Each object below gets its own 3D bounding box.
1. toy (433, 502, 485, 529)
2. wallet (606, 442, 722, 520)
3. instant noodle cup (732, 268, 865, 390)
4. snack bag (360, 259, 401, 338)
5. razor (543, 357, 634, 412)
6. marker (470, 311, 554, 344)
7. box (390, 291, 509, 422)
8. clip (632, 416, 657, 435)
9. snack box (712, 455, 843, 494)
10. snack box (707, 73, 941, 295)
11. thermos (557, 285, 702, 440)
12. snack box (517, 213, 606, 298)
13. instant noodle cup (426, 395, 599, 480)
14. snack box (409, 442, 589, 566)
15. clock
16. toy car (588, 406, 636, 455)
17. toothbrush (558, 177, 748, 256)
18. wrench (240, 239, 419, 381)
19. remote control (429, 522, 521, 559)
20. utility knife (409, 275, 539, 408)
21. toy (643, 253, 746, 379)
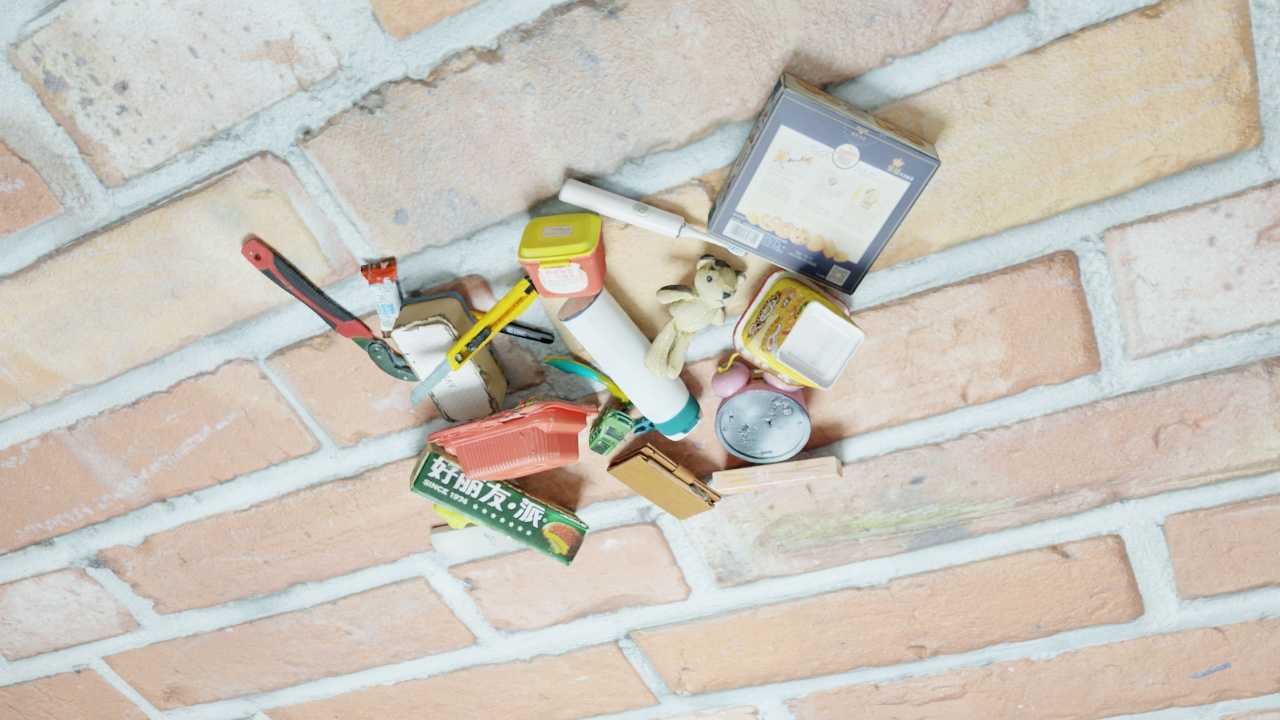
[{"bbox_3d":[-0.250,0.211,1.325,0.100,0.031,0.096,-37,103,27],"label":"toy"},{"bbox_3d":[0.031,0.164,1.232,0.132,0.031,0.108,35,147,-15],"label":"wallet"},{"bbox_3d":[0.179,-0.027,1.013,0.116,0.123,0.116,31,97,-14],"label":"instant noodle cup"},{"bbox_3d":[-0.312,-0.074,1.135,0.048,0.026,0.104,-6,125,7],"label":"snack bag"},{"bbox_3d":[-0.063,0.025,1.166,0.132,0.028,0.043,29,154,-15],"label":"razor"},{"bbox_3d":[-0.167,-0.040,1.143,0.124,0.015,0.018,15,127,-1],"label":"marker"},{"bbox_3d":[-0.237,-0.005,1.140,0.090,0.060,0.184,-7,129,16],"label":"box"},{"bbox_3d":[0.011,0.082,1.204,0.056,0.014,0.041,-21,119,20],"label":"clip"},{"bbox_3d":[0.179,0.149,1.187,0.157,0.026,0.084,-11,166,16],"label":"snack box"},{"bbox_3d":[0.189,-0.179,0.969,0.178,0.045,0.183,23,126,-8],"label":"snack box"},{"bbox_3d":[-0.007,0.007,1.120,0.073,0.073,0.224,-29,116,26],"label":"thermos"},{"bbox_3d":[-0.085,-0.115,1.040,0.091,0.081,0.080,-3,135,12],"label":"snack box"},{"bbox_3d":[-0.156,0.103,1.157,0.189,0.164,0.079,-16,79,20],"label":"instant noodle cup"},{"bbox_3d":[-0.194,0.193,1.246,0.240,0.114,0.063,29,83,-14],"label":"snack box"},{"bbox_3d":[0.149,0.051,1.133,0.117,0.059,0.159,-6,126,14],"label":"clock"},{"bbox_3d":[-0.039,0.093,1.198,0.043,0.036,0.091,27,142,-8],"label":"toy car"},{"bbox_3d":[0.017,-0.156,1.024,0.221,0.026,0.026,18,164,-4],"label":"toothbrush"},{"bbox_3d":[-0.386,-0.058,1.165,0.273,0.016,0.056,39,121,-18],"label":"wrench"},{"bbox_3d":[-0.247,0.264,1.371,0.135,0.019,0.056,-14,122,18],"label":"remote control"},{"bbox_3d":[-0.194,-0.023,1.085,0.216,0.015,0.033,-45,129,-6],"label":"utility knife"},{"bbox_3d":[0.059,-0.047,1.061,0.105,0.066,0.157,21,111,-31],"label":"toy"}]
